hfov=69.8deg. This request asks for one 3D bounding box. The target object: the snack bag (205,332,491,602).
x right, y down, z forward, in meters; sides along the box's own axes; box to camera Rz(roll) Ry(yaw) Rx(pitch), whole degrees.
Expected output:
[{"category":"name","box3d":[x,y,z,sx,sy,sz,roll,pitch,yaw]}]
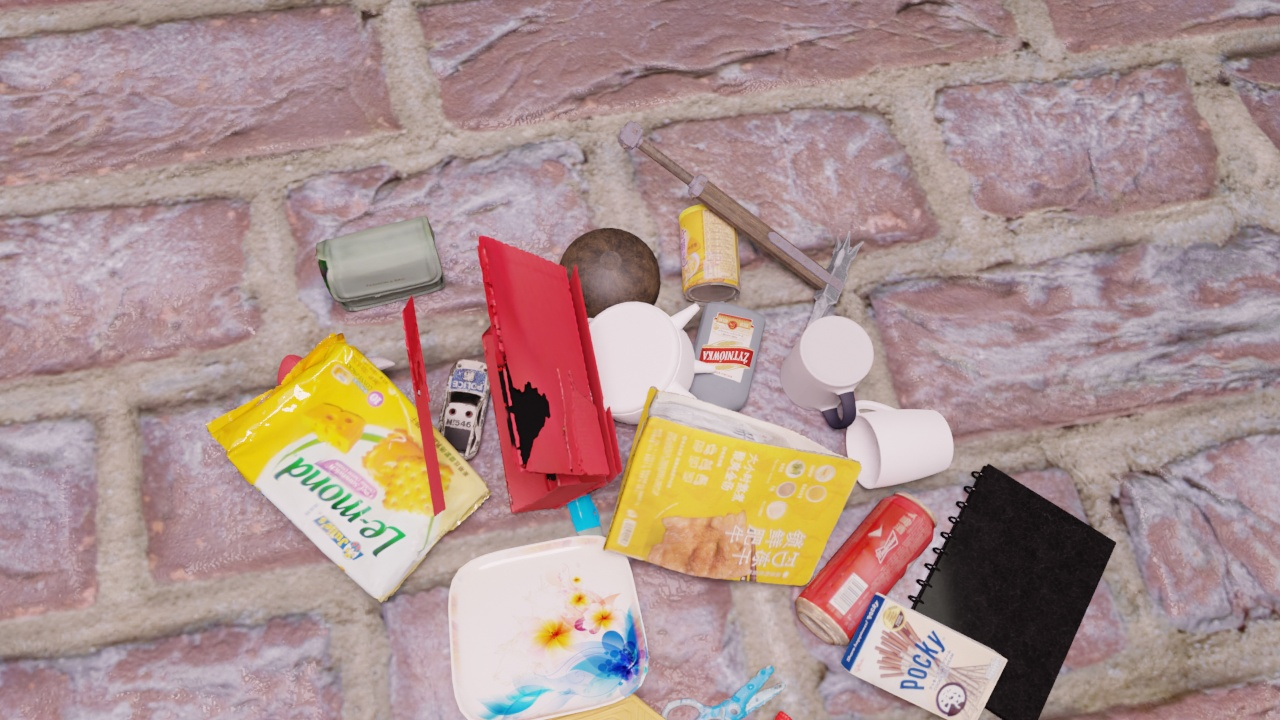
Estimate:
[{"category":"snack bag","box3d":[-0.281,0.103,0.910,0.159,0.068,0.247,-43,109,-13]}]

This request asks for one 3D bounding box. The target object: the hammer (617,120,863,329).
[{"category":"hammer","box3d":[0.103,-0.160,1.021,0.316,0.028,0.146,33,68,-17]}]

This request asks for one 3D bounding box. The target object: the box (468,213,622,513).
[{"category":"box","box3d":[-0.085,0.016,0.867,0.124,0.316,0.211,-9,75,-9]}]

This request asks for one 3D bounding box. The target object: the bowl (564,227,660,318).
[{"category":"bowl","box3d":[-0.035,-0.102,1.044,0.121,0.056,0.121,1,72,-4]}]

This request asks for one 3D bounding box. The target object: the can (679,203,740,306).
[{"category":"can","box3d":[0.080,-0.122,1.054,0.067,0.068,0.105,0,72,-4]}]

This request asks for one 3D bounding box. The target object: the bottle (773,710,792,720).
[{"category":"bottle","box3d":[0.109,0.397,0.899,0.036,0.036,0.118,40,73,9]}]

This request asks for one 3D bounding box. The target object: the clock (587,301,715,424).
[{"category":"clock","box3d":[-0.006,0.006,0.991,0.161,0.073,0.125,-6,69,24]}]

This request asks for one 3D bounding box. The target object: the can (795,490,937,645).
[{"category":"can","box3d":[0.235,0.214,0.953,0.067,0.067,0.170,42,74,10]}]

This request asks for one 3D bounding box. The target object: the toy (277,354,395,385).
[{"category":"toy","box3d":[-0.324,0.050,0.972,0.131,0.097,0.124,12,64,19]}]

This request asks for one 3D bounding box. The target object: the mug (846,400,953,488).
[{"category":"mug","box3d":[0.276,0.082,1.002,0.087,0.081,0.114,-7,41,-13]}]

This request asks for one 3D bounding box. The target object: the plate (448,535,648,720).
[{"category":"plate","box3d":[-0.093,0.263,0.903,0.187,0.016,0.186,-10,47,-5]}]

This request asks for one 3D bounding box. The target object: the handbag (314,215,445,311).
[{"category":"handbag","box3d":[-0.281,-0.104,1.002,0.121,0.106,0.067,-14,76,-9]}]

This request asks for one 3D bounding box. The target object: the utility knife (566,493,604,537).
[{"category":"utility knife","box3d":[-0.081,0.097,0.996,0.031,0.015,0.209,-14,76,-12]}]

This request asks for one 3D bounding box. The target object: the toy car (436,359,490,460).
[{"category":"toy car","box3d":[-0.191,0.051,0.990,0.048,0.041,0.112,9,70,-3]}]

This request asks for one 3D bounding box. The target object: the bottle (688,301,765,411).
[{"category":"bottle","box3d":[0.088,0.019,1.018,0.072,0.046,0.161,15,71,1]}]

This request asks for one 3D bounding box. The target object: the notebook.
[{"category":"notebook","box3d":[0.387,0.247,0.979,0.169,0.019,0.231,32,72,5]}]

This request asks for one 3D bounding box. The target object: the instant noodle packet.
[{"category":"instant noodle packet","box3d":[0.090,0.137,0.924,0.221,0.084,0.163,16,114,-3]}]

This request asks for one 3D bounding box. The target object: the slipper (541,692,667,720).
[{"category":"slipper","box3d":[-0.043,0.355,0.876,0.263,0.078,0.099,25,56,25]}]

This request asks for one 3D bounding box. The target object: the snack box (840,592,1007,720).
[{"category":"snack box","box3d":[0.282,0.299,0.912,0.150,0.026,0.082,27,88,-10]}]

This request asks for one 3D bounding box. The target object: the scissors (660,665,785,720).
[{"category":"scissors","box3d":[0.095,0.365,0.923,0.141,0.014,0.090,-22,73,-13]}]

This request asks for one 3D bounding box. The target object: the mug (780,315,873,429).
[{"category":"mug","box3d":[0.206,0.020,0.999,0.078,0.097,0.111,-13,73,-8]}]
